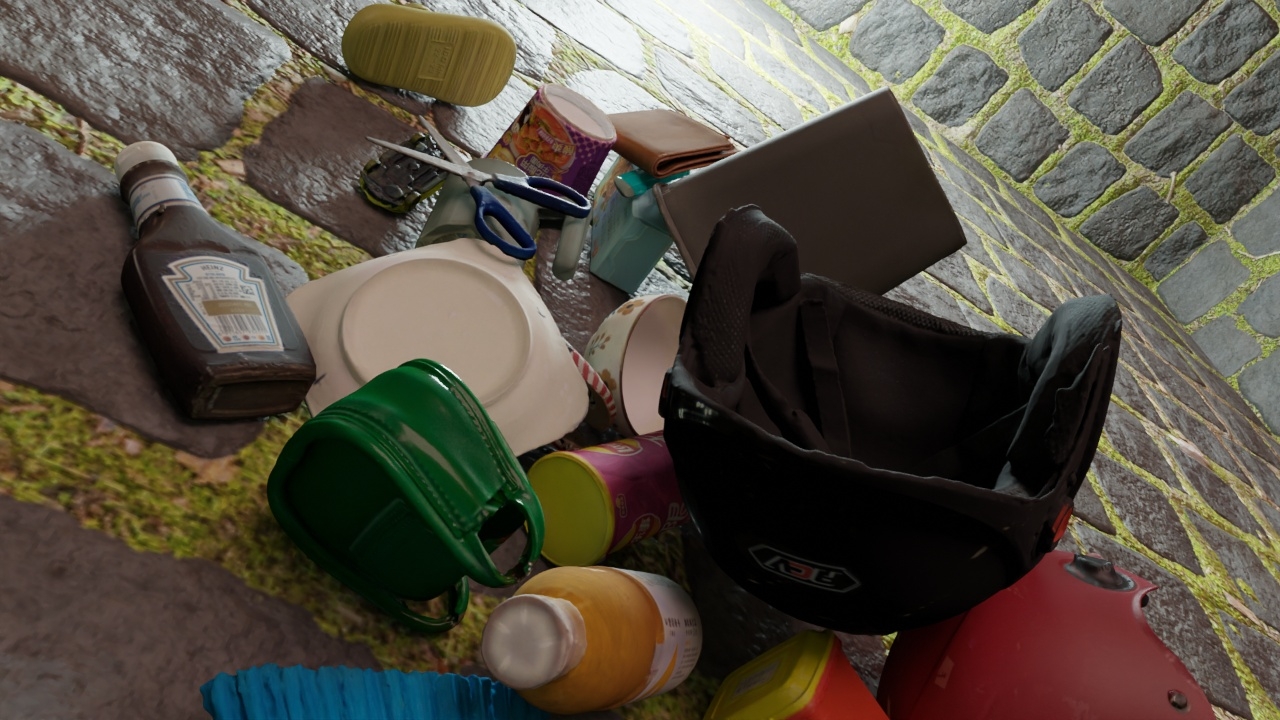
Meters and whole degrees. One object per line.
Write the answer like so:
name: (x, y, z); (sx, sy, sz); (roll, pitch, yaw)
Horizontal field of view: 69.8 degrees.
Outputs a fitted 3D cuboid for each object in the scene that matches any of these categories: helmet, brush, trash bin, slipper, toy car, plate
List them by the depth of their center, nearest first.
brush: (-0.042, 0.207, 0.421); (0.314, 0.061, 0.109); (19, 41, -36)
helmet: (0.129, 0.046, 0.535); (0.234, 0.230, 0.273); (17, 28, 22)
plate: (-0.124, -0.008, 0.558); (0.163, 0.034, 0.164); (-21, 67, -27)
helmet: (0.223, 0.211, 0.580); (0.144, 0.207, 0.239); (16, 26, 2)
toy car: (-0.188, -0.151, 0.752); (0.048, 0.032, 0.105); (40, 41, -1)
trash bin: (0.161, -0.120, 0.844); (0.198, 0.220, 0.198); (64, 16, 2)
slipper: (-0.207, -0.309, 0.887); (0.190, 0.092, 0.081); (-7, 51, -48)

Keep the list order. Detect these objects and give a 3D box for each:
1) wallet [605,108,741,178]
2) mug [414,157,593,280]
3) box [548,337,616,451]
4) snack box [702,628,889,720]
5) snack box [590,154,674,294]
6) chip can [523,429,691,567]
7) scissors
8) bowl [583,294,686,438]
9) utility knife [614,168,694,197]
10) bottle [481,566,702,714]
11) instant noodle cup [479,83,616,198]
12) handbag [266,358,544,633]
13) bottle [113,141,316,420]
wallet: (0.026, -0.219, 0.900); (0.118, 0.035, 0.130); (-13, 36, -30)
mug: (-0.103, -0.094, 0.697); (0.124, 0.084, 0.103); (2, 37, 4)
box: (-0.080, -0.009, 0.632); (0.163, 0.081, 0.075); (39, 2, 12)
snack box: (0.092, 0.212, 0.526); (0.080, 0.091, 0.081); (48, 31, 1)
snack box: (-0.008, -0.146, 0.904); (0.051, 0.074, 0.174); (28, 32, -20)
chip can: (0.016, 0.081, 0.630); (0.210, 0.072, 0.071); (-9, 55, -53)
scissors: (-0.110, -0.126, 0.662); (0.162, 0.012, 0.175); (2, 42, -34)
bowl: (-0.004, 0.004, 0.700); (0.062, 0.113, 0.113); (9, 11, 35)
utility knife: (0.028, -0.185, 0.906); (0.029, 0.013, 0.220); (42, 32, 8)
bottle: (-0.020, 0.136, 0.451); (0.068, 0.068, 0.189); (54, 5, 22)
instant noodle cup: (-0.083, -0.198, 0.867); (0.111, 0.099, 0.111); (27, 33, -19)
handbag: (-0.111, 0.071, 0.442); (0.120, 0.132, 0.067); (49, 45, 3)
bottle: (-0.257, -0.052, 0.529); (0.079, 0.044, 0.195); (-3, 50, -50)
